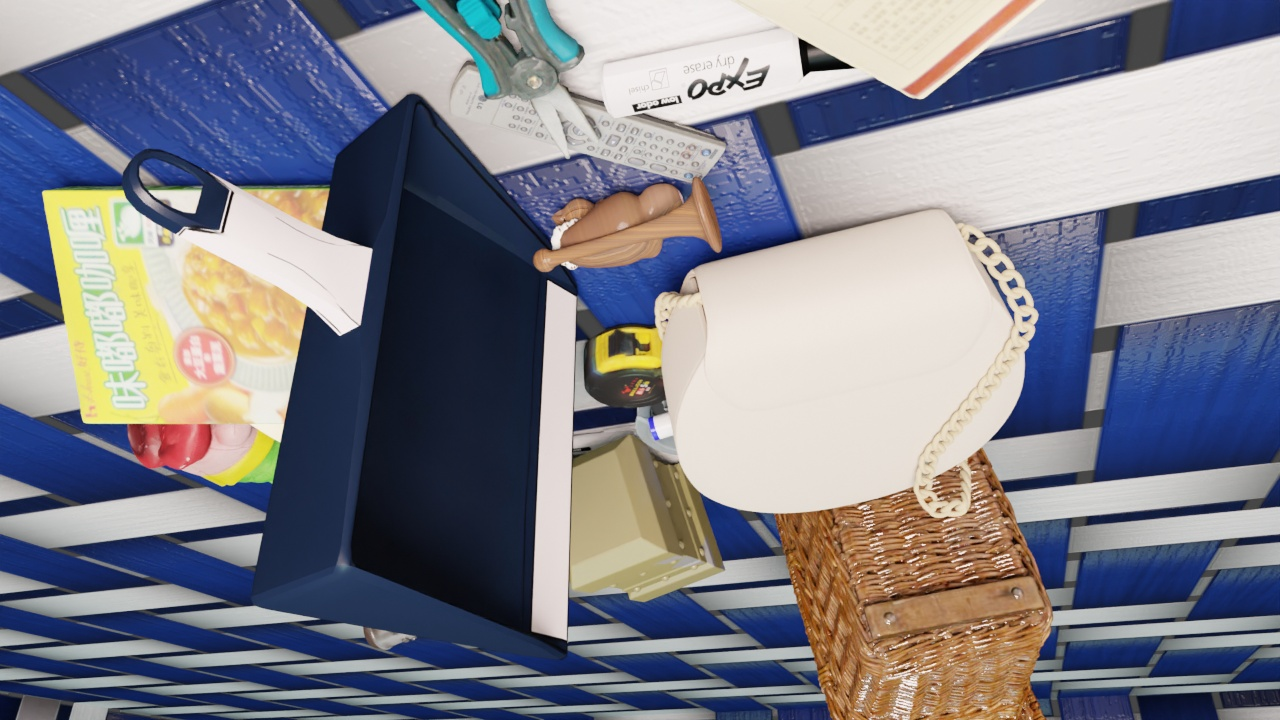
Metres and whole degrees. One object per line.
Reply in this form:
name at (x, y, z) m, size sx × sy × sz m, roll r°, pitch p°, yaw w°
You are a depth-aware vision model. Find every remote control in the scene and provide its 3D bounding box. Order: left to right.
remote control at (-0.025, -0.115, 0.450) m, size 0.136 × 0.013 × 0.033 m, roll 13°, pitch 149°, yaw -21°

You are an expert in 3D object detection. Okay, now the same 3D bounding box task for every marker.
marker at (-0.061, 0.073, 0.801) m, size 0.134 × 0.017 × 0.020 m, roll -8°, pitch 114°, yaw 16°
marker at (0.075, 0.030, 0.687) m, size 0.141 × 0.020 × 0.020 m, roll -17°, pitch 149°, yaw 8°
marker at (0.045, -0.131, 0.407) m, size 0.126 × 0.025 × 0.025 m, roll -7°, pitch 151°, yaw 14°

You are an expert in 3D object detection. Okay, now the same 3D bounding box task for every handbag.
handbag at (0.121, 0.017, 0.562) m, size 0.211 × 0.103 × 0.209 m, roll -13°, pitch 139°, yaw 4°

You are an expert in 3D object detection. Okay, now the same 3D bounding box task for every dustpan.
dustpan at (-0.105, -0.007, 0.420) m, size 0.080 × 0.235 × 0.273 m, roll -25°, pitch 143°, yaw 37°

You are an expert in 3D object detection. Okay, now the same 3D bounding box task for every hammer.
hammer at (-0.108, 0.191, 0.826) m, size 0.325 × 0.100 × 0.190 m, roll -25°, pitch 155°, yaw 14°

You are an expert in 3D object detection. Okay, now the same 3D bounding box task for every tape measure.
tape measure at (-0.004, 0.004, 0.645) m, size 0.072 × 0.042 × 0.072 m, roll 4°, pitch 153°, yaw -16°

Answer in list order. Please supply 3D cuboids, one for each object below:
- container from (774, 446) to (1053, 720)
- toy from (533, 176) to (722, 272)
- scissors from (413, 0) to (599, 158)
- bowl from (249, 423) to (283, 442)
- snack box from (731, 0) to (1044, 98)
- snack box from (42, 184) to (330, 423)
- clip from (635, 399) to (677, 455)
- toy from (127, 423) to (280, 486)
container at (0.208, 0.157, 0.718) m, size 0.162 × 0.249 × 0.183 m, roll -11°, pitch 141°, yaw -1°
toy at (-0.007, -0.071, 0.493) m, size 0.102 × 0.054 × 0.041 m, roll -13°, pitch 112°, yaw 20°
scissors at (-0.060, -0.144, 0.382) m, size 0.149 × 0.019 × 0.123 m, roll 15°, pitch 140°, yaw -26°
bowl at (-0.212, 0.000, 0.595) m, size 0.074 × 0.118 × 0.118 m, roll -52°, pitch 136°, yaw 4°
snack box at (0.103, -0.186, 0.271) m, size 0.153 × 0.055 × 0.208 m, roll 17°, pitch 148°, yaw -27°
snack box at (-0.232, -0.030, 0.509) m, size 0.168 × 0.132 × 0.027 m, roll 0°, pitch -165°, yaw 1°
clip at (0.041, 0.068, 0.779) m, size 0.108 × 0.028 × 0.163 m, roll -20°, pitch 144°, yaw 34°
toy at (-0.332, 0.074, 0.737) m, size 0.124 × 0.096 × 0.131 m, roll -12°, pitch 170°, yaw 34°
